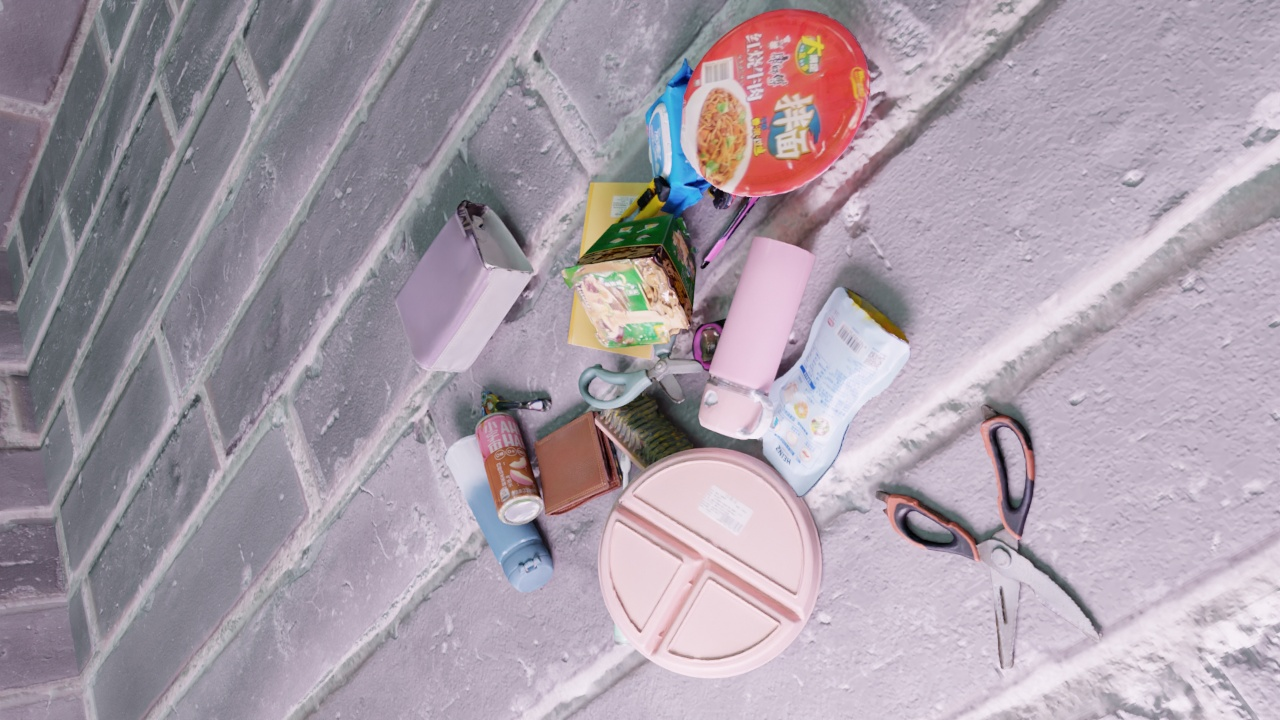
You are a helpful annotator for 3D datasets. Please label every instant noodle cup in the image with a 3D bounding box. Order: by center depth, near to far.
[{"bbox_3d":[0.138,-0.246,0.914,0.194,0.065,0.193,-5,78,26],"label":"instant noodle cup"}]

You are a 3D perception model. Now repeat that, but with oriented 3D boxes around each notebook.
[{"bbox_3d":[-0.024,-0.112,1.107,0.146,0.010,0.206,11,94,42],"label":"notebook"}]

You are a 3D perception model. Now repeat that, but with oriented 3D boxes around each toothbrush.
[{"bbox_3d":[0.118,-0.172,0.982,0.190,0.014,0.017,-53,46,27],"label":"toothbrush"},{"bbox_3d":[-0.018,0.218,1.068,0.026,0.027,0.224,-1,86,10],"label":"toothbrush"}]

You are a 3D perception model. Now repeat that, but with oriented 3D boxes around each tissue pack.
[{"bbox_3d":[0.041,-0.240,1.007,0.095,0.052,0.157,148,118,-71],"label":"tissue pack"}]

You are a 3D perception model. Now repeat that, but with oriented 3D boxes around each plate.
[{"bbox_3d":[0.065,0.199,0.921,0.230,0.028,0.229,-4,73,13],"label":"plate"}]

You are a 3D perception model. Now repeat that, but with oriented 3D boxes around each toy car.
[{"bbox_3d":[0.091,-0.215,0.991,0.049,0.031,0.106,149,119,-72],"label":"toy car"}]

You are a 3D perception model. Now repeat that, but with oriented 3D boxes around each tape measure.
[{"bbox_3d":[0.083,-0.015,0.984,0.057,0.039,0.058,-9,81,41],"label":"tape measure"}]

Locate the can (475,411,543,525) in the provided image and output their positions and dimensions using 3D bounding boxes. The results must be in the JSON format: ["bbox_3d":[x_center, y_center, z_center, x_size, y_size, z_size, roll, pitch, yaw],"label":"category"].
[{"bbox_3d":[-0.169,0.136,1.170,0.058,0.057,0.147,-51,43,27],"label":"can"}]

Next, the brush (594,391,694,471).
[{"bbox_3d":[0.015,0.099,1.029,0.145,0.063,0.073,43,144,33],"label":"brush"}]

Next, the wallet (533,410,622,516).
[{"bbox_3d":[-0.082,0.127,1.131,0.125,0.032,0.101,-30,65,36],"label":"wallet"}]

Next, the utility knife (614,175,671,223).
[{"bbox_3d":[-0.003,-0.165,1.033,0.155,0.015,0.033,-36,66,62],"label":"utility knife"}]

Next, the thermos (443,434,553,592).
[{"bbox_3d":[-0.184,0.198,1.195,0.070,0.070,0.220,-51,57,27],"label":"thermos"}]

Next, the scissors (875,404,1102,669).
[{"bbox_3d":[0.305,0.150,0.790,0.222,0.015,0.189,37,111,36],"label":"scissors"}]

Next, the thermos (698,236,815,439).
[{"bbox_3d":[0.119,-0.019,0.915,0.087,0.067,0.198,19,91,53],"label":"thermos"}]

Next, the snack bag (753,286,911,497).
[{"bbox_3d":[0.178,0.031,0.898,0.110,0.038,0.191,46,119,31],"label":"snack bag"}]

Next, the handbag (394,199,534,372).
[{"bbox_3d":[-0.243,-0.099,1.245,0.197,0.098,0.145,-49,59,29],"label":"handbag"}]

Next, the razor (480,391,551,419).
[{"bbox_3d":[-0.171,0.061,1.221,0.143,0.022,0.042,-3,87,42],"label":"razor"}]

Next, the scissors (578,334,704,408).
[{"bbox_3d":[-0.007,0.008,1.018,0.179,0.019,0.173,-39,45,12],"label":"scissors"}]

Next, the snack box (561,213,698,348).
[{"bbox_3d":[-0.001,-0.093,0.999,0.118,0.118,0.105,-5,42,27],"label":"snack box"}]
